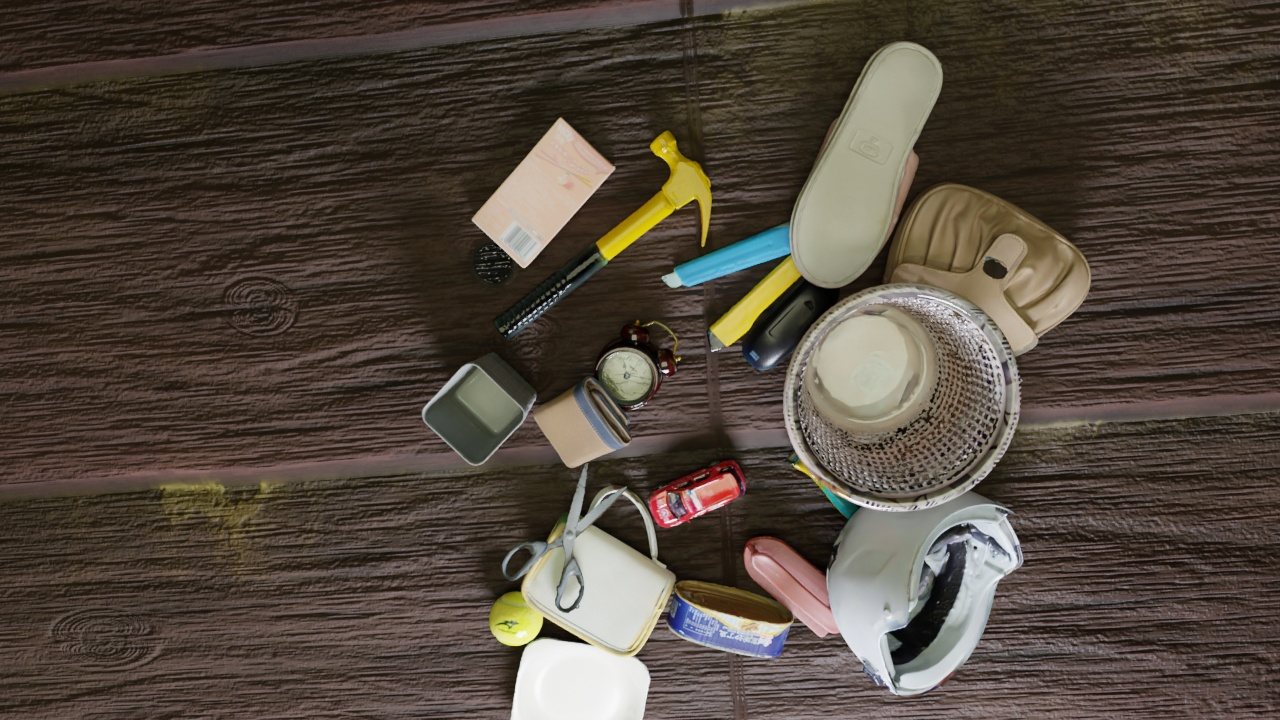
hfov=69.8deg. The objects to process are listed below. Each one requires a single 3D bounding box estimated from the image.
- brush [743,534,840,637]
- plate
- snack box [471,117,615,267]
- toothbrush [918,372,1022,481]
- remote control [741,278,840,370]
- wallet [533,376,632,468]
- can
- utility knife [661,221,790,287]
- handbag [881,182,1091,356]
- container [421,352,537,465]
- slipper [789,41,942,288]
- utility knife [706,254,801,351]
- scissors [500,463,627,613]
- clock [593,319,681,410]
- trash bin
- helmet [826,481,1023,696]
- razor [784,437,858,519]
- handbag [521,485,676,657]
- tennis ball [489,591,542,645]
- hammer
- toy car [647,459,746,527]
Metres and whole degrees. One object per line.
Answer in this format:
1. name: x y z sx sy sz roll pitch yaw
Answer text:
1. brush: 0.183 0.263 1.088 0.146 0.069 0.063 40 99 -3
2. plate: -0.076 0.422 1.152 0.163 0.034 0.164 12 105 1
3. snack box: -0.111 -0.191 1.051 0.084 0.026 0.157 43 100 -4
4. toothbrush: 0.360 0.101 1.067 0.026 0.026 0.221 29 104 -34
5. remote control: 0.173 -0.044 1.056 0.053 0.024 0.136 43 100 -3
6. wallet: -0.068 0.075 1.065 0.116 0.033 0.090 -30 97 46
7. can: 0.106 0.309 1.098 0.148 0.074 0.049 15 102 -7
8. utility knife: 0.102 -0.116 1.053 0.162 0.018 0.034 -19 92 9
9. handbag: 0.371 -0.098 0.993 0.204 0.099 0.148 30 104 2
10. container: -0.178 0.050 1.055 0.090 0.114 0.090 44 100 -4
11. slipper: 0.244 -0.211 1.006 0.114 0.054 0.275 20 104 1
12. utility knife: 0.149 -0.079 1.056 0.192 0.015 0.033 -42 101 8
13. scissors: -0.086 0.212 1.082 0.178 0.014 0.159 -18 85 -7
14. clock: -0.006 0.006 1.063 0.082 0.055 0.122 42 103 -3
15. trash bin: 0.259 0.023 0.975 0.227 0.192 0.227 1 100 4
16. helmet: 0.295 0.239 1.017 0.228 0.146 0.259 -40 137 -16
17. razor: 0.227 0.153 1.086 0.132 0.028 0.043 46 68 -2
18. handbag: -0.038 0.246 1.115 0.163 0.063 0.178 31 86 -2
19. tennis ball: -0.153 0.316 1.126 0.065 0.065 0.065 1 100 4
20. hammer: -0.045 -0.123 1.056 0.301 0.032 0.129 -36 94 10
21. toy car: 0.066 0.159 1.092 0.121 0.045 0.053 -25 96 10
